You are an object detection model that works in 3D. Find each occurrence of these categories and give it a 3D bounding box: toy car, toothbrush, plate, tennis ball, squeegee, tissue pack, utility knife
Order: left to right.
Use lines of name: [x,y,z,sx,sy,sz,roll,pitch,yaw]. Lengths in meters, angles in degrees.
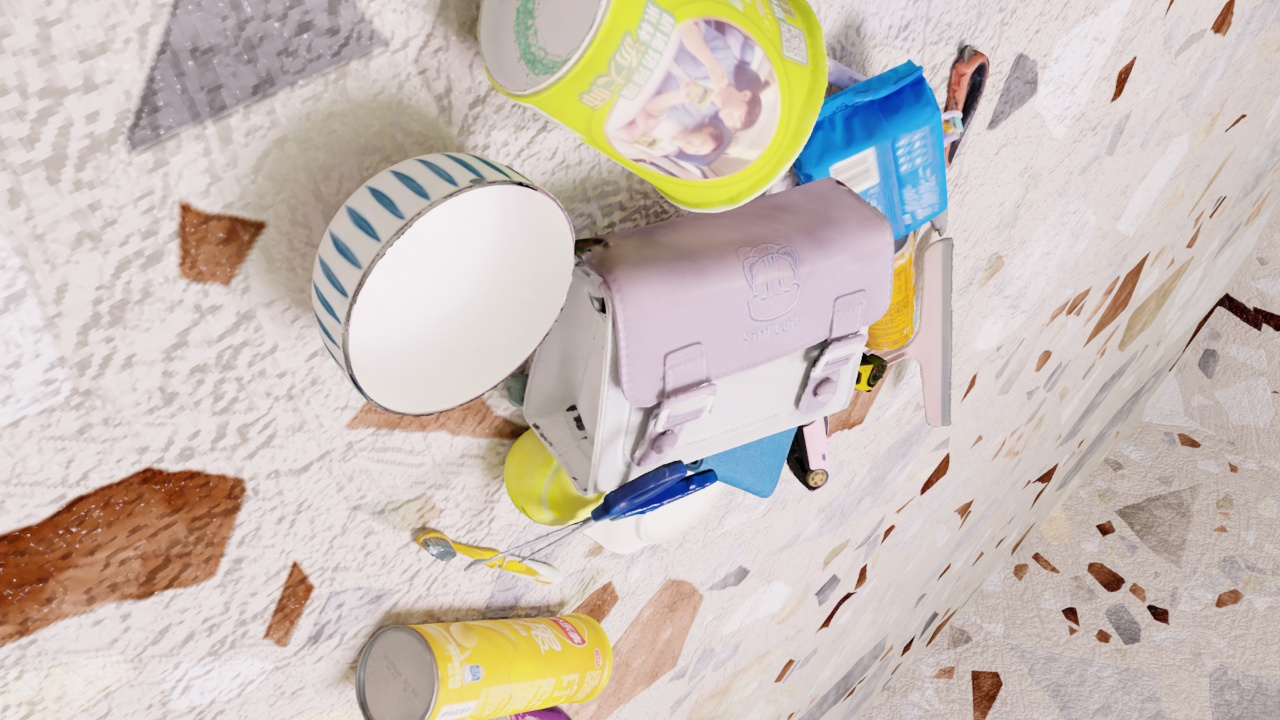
toothbrush: [-0.097,0.143,0.640,0.016,0.018,0.191,-48,149,0]
tennis ball: [-0.052,0.071,0.574,0.065,0.065,0.066,-33,145,-27]
utility knife: [-0.004,0.004,0.616,0.222,0.013,0.029,-14,133,-45]
plate: [0.029,0.095,0.738,0.164,0.034,0.163,-49,150,-2]
toy car: [0.143,0.059,0.802,0.037,0.056,0.122,-23,123,-12]
toy car: [0.144,-0.004,0.746,0.155,0.071,0.041,10,111,-53]
squeegee: [0.200,0.031,0.887,0.249,0.040,0.248,-31,133,-18]
tissue pack: [0.153,-0.129,0.617,0.095,0.052,0.157,-22,149,10]
toothbrush: [0.171,-0.177,0.627,0.188,0.021,0.029,3,116,-46]

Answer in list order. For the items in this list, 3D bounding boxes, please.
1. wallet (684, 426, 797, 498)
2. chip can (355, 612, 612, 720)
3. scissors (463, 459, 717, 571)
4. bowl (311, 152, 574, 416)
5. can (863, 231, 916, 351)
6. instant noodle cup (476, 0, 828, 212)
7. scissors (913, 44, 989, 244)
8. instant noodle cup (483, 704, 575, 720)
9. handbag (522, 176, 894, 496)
wallet: [0.080,0.044,0.698,0.133,0.040,0.106,27,78,-55]
chip can: [-0.104,0.224,0.667,0.072,0.072,0.213,-55,149,8]
scissors: [-0.020,0.090,0.536,0.172,0.012,0.163,-16,165,-26]
bowl: [-0.092,-0.041,0.401,0.116,0.066,0.117,-33,146,-26]
can: [0.198,-0.065,0.761,0.058,0.058,0.146,-45,149,-9]
instant noodle cup: [0.001,-0.133,0.394,0.123,0.111,0.112,11,115,-48]
scissors: [0.239,-0.156,0.760,0.226,0.015,0.189,0,123,-54]
instant noodle cup: [-0.112,0.318,0.731,0.111,0.111,0.099,-46,142,-7]
handbag: [0.044,-0.016,0.530,0.196,0.098,0.145,-16,132,-30]
